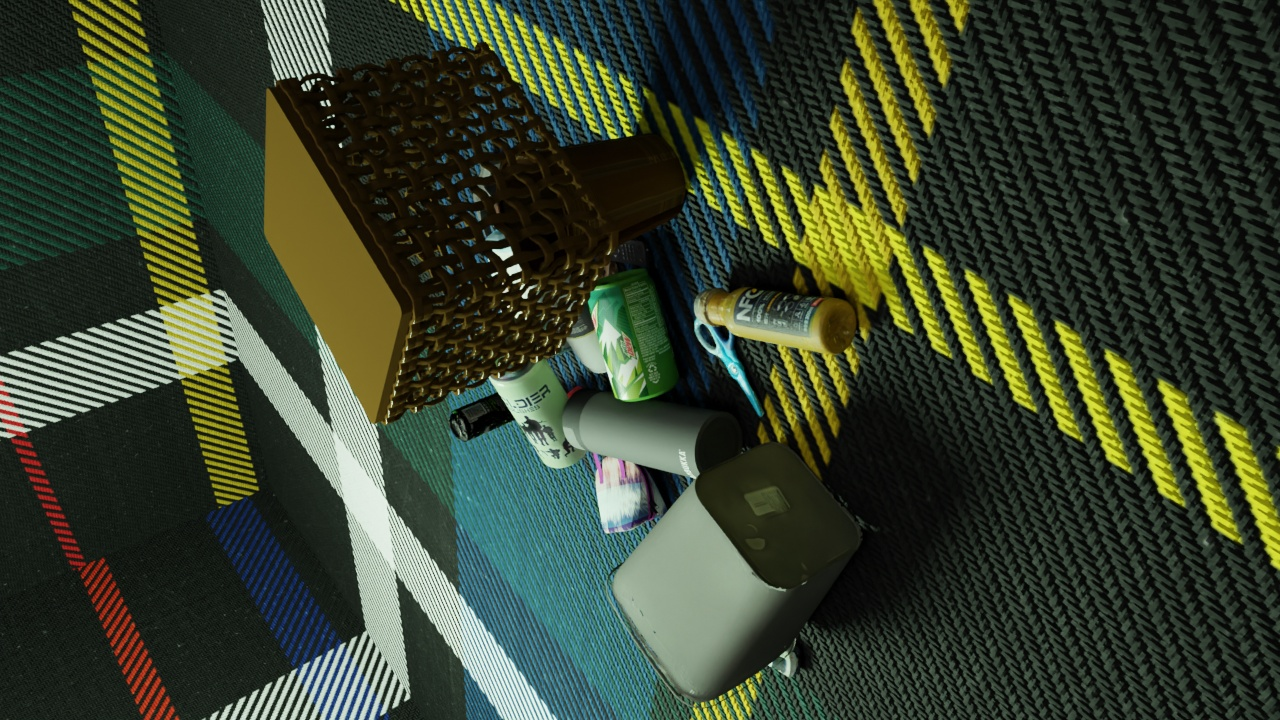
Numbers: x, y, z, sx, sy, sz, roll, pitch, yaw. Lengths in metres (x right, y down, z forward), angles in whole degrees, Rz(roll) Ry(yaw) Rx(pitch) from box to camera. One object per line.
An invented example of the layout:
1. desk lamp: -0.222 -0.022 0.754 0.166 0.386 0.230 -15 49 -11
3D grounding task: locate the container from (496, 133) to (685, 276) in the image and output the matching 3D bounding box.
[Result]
1. container: -0.047 -0.175 0.981 0.132 0.166 0.132 33 136 40

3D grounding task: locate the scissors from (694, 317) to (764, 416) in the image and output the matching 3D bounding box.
1. scissors: 0.103 0.003 1.026 0.066 0.015 0.135 -38 76 55

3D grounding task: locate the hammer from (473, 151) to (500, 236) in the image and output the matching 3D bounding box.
1. hammer: -0.143 -0.146 1.268 0.300 0.028 0.111 52 144 20

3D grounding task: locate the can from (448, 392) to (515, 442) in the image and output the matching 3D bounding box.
1. can: -0.231 0.080 1.435 0.054 0.137 0.054 34 135 41

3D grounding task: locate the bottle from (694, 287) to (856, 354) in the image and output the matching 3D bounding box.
1. bottle: 0.128 -0.045 0.920 0.186 0.053 0.053 15 122 51

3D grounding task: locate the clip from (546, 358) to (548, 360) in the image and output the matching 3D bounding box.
1. clip: -0.156 -0.022 1.380 0.052 0.014 0.041 25 128 49

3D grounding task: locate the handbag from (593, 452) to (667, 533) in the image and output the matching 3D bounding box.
1. handbag: -0.032 0.148 1.275 0.145 0.067 0.170 -24 84 59

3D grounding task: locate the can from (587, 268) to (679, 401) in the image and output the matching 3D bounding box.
1. can: -0.009 -0.031 1.097 0.083 0.082 0.144 4 113 54

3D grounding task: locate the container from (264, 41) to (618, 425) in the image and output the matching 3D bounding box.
1. container: -0.202 -0.121 0.880 0.251 0.213 0.220 56 146 15

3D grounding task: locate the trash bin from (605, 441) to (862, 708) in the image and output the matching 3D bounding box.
1. trash bin: 0.106 0.226 1.012 0.197 0.196 0.221 51 139 24

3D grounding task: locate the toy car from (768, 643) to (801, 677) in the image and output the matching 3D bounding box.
1. toy car: 0.157 0.357 1.158 0.105 0.033 0.048 29 134 45

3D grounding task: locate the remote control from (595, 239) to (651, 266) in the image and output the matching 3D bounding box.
1. remote control: -0.034 -0.139 1.127 0.137 0.015 0.032 16 123 47

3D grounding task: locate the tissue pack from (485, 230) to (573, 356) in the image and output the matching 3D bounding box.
1. tissue pack: -0.139 -0.095 1.208 0.112 0.069 0.182 10 115 51

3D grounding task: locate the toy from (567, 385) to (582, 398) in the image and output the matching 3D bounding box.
1. toy: -0.125 0.070 1.338 0.094 0.088 0.133 63 148 25

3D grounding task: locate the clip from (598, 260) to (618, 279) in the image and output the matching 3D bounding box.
1. clip: -0.044 -0.100 1.160 0.039 0.024 0.060 21 120 45

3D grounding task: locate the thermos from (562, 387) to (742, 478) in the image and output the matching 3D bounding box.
1. thermos: 0.007 0.087 1.128 0.241 0.082 0.082 8 117 46

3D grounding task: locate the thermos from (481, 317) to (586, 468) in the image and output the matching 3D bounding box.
1. thermos: -0.137 0.041 1.196 0.082 0.082 0.231 29 154 43

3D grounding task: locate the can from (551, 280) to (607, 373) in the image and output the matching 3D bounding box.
1. can: -0.063 -0.038 1.160 0.064 0.064 0.127 23 153 47
